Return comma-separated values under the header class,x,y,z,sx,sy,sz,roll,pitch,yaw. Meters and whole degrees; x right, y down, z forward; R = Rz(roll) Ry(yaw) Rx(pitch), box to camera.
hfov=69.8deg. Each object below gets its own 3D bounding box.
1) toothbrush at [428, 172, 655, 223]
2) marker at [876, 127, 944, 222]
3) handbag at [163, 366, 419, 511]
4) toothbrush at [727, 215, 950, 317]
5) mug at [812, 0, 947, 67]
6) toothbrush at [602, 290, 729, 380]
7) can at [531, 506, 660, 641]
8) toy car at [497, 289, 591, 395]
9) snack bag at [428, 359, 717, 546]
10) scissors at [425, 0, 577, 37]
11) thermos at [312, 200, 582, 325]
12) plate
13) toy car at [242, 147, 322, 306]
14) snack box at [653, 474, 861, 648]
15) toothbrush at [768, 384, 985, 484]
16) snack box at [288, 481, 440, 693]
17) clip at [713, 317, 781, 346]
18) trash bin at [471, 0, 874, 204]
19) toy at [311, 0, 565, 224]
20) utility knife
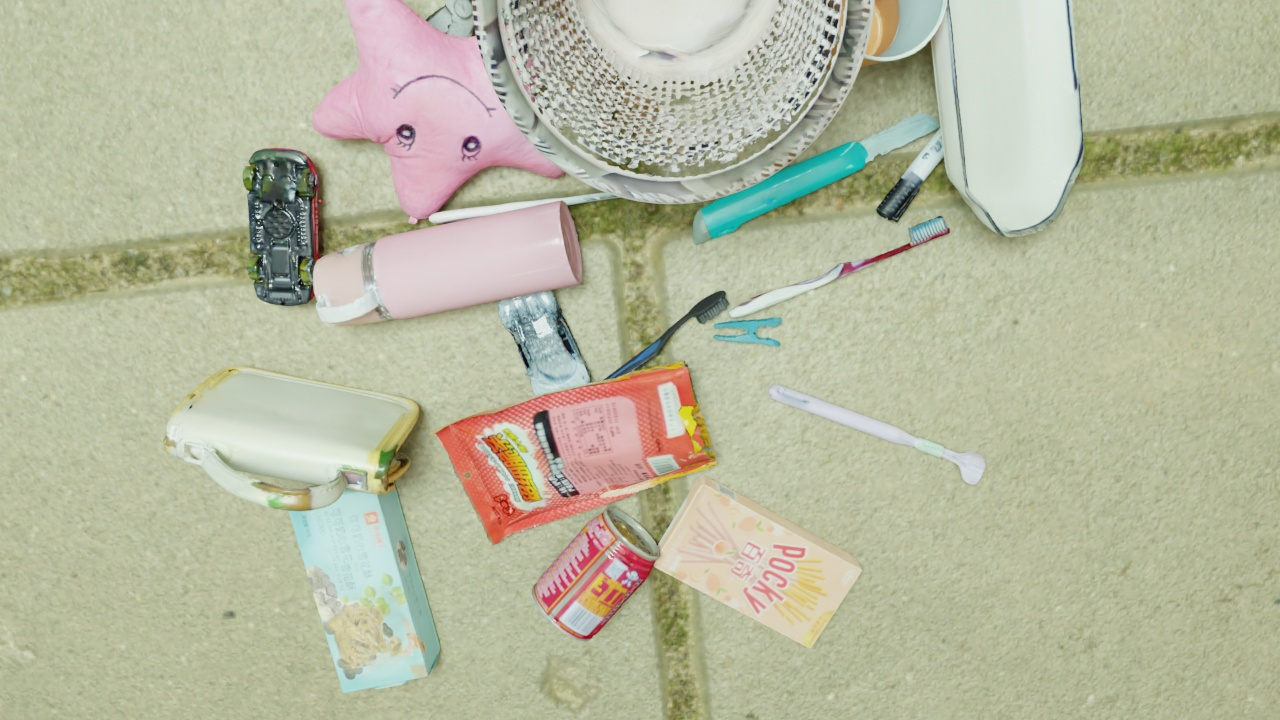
class,x,y,z,sx,sy,sz,roll,pitch,yaw
toothbrush,-0.074,-0.125,0.713,0.180,0.016,0.016,-10,92,-6
marker,0.232,-0.163,0.714,0.022,0.018,0.131,39,99,1
handbag,-0.261,0.069,0.679,0.163,0.178,0.063,11,106,-4
toothbrush,0.157,-0.074,0.733,0.187,0.016,0.017,-22,92,4
mug,0.156,-0.243,0.646,0.078,0.122,0.078,0,100,-1
toothbrush,-0.005,0.004,0.750,0.190,0.014,0.016,-38,124,8
can,-0.035,0.174,0.754,0.066,0.066,0.094,39,98,-7
toy car,-0.077,-0.012,0.737,0.049,0.031,0.105,-23,101,5
snack bag,-0.049,0.072,0.736,0.208,0.073,0.129,-17,122,6
scissors,-0.099,-0.283,0.691,0.169,0.019,0.177,20,99,-4
thermos,-0.148,-0.067,0.694,0.199,0.087,0.067,-10,116,5
plate,0.259,-0.223,0.664,0.161,0.034,0.266,-20,105,-35
toy car,-0.275,-0.104,0.711,0.053,0.045,0.121,4,106,-3
snack box,0.098,0.170,0.774,0.157,0.026,0.084,29,100,-5
toothbrush,0.194,0.057,0.757,0.189,0.021,0.029,21,62,-2
snack box,-0.227,0.184,0.764,0.074,0.051,0.175,-12,101,3
clip,0.087,-0.024,0.743,0.057,0.014,0.048,-1,103,-1
trash bin,0.022,-0.241,0.594,0.227,0.191,0.228,2,121,3
toy,-0.141,-0.179,0.682,0.194,0.074,0.179,13,123,-14
utility knife,0.134,-0.144,0.720,0.209,0.013,0.029,-23,98,7
